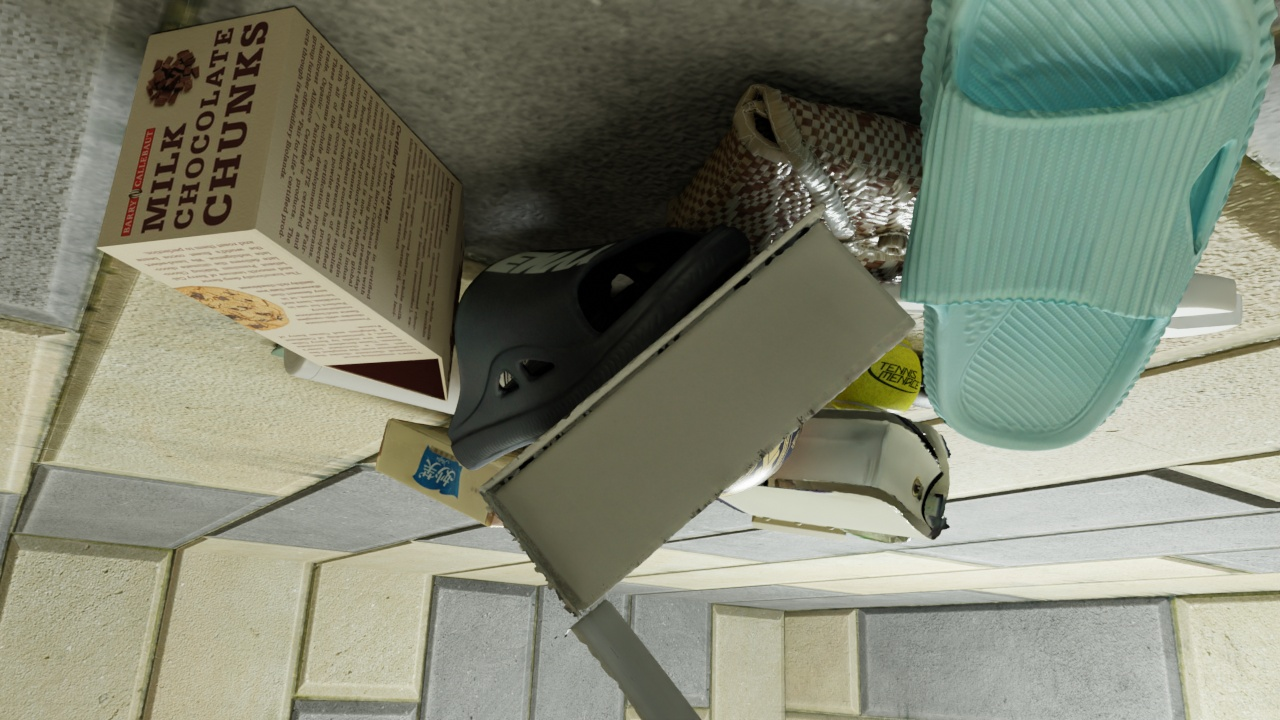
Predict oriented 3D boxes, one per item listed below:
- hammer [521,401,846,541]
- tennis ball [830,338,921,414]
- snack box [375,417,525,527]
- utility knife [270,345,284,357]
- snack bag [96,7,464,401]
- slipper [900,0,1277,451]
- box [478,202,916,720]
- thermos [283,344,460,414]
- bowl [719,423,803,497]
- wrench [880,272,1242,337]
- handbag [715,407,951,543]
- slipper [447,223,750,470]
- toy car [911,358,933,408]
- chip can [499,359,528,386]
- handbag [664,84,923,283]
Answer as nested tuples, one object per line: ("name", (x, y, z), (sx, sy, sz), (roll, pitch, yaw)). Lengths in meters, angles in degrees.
("hammer", (0.026, 0.078, 0.827), (0.325, 0.100, 0.190), (6, 162, 13))
("tennis ball", (0.160, 0.011, 0.634), (0.065, 0.065, 0.065), (2, 161, 1))
("snack box", (-0.124, 0.113, 0.877), (0.153, 0.055, 0.207), (18, 179, 34))
("utility knife", (-0.194, 0.009, 0.753), (0.206, 0.015, 0.031), (13, 160, -17))
("snack bag", (-0.136, -0.055, 0.436), (0.070, 0.094, 0.206), (-3, 160, 17))
("slipper", (0.162, -0.038, 0.358), (0.116, 0.069, 0.277), (2, 139, 15))
("box", (-0.031, 0.208, 0.362), (0.234, 0.527, 0.167), (5, 169, 3))
("thermos", (-0.152, 0.012, 0.699), (0.224, 0.052, 0.052), (18, 156, -38))
("bowl", (0.032, 0.032, 0.518), (0.113, 0.112, 0.061), (-6, -161, 23))
("wrench", (0.146, -0.030, 0.461), (0.274, 0.018, 0.066), (3, 170, 18))
("handbag", (0.139, 0.082, 0.636), (0.151, 0.074, 0.176), (0, 154, 41))
("slipper", (-0.044, -0.018, 0.471), (0.083, 0.110, 0.269), (50, 145, -5))
("toy car", (0.221, 0.018, 0.695), (0.112, 0.034, 0.046), (7, 161, -14))
("chip can", (-0.004, 0.004, 0.606), (0.214, 0.087, 0.087), (-8, 159, 25))
("handbag", (0.113, -0.069, 0.438), (0.185, 0.047, 0.124), (8, 162, -15))
